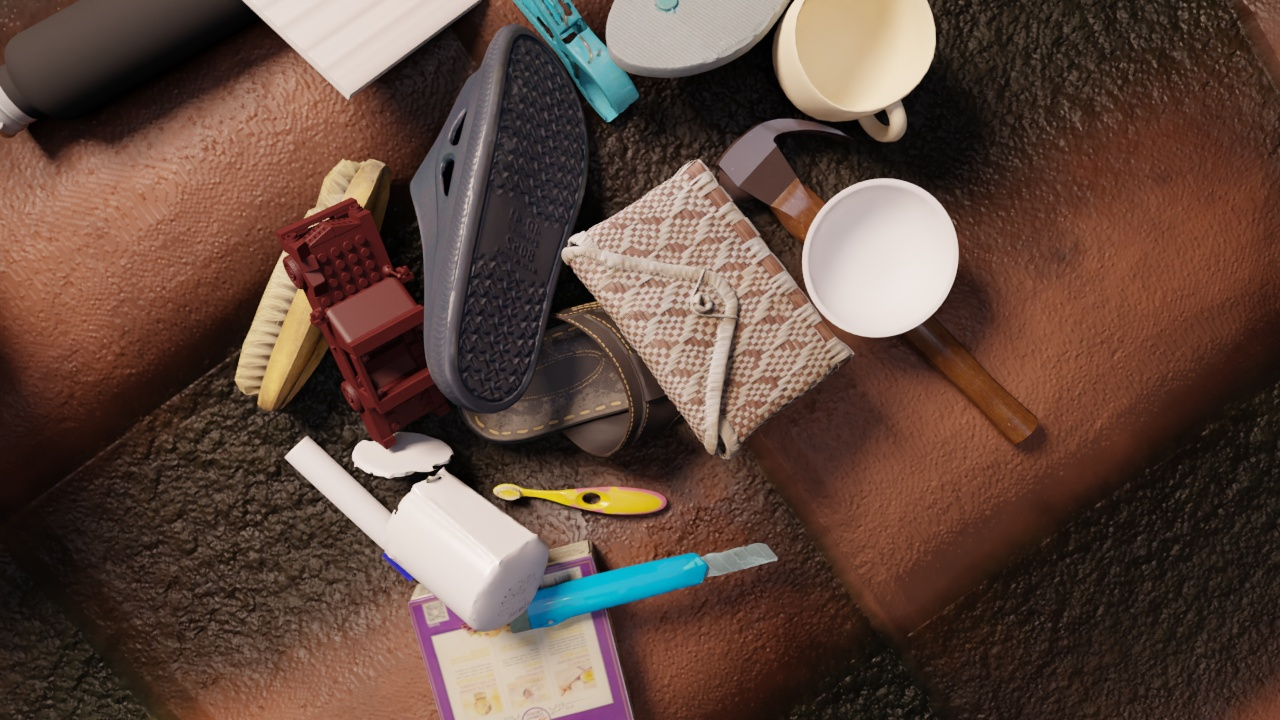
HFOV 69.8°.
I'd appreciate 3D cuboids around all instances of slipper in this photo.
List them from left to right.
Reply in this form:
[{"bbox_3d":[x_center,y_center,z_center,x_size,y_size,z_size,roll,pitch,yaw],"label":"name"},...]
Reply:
[{"bbox_3d":[-0.106,-0.096,0.640,0.083,0.110,0.268,2,77,36],"label":"slipper"},{"bbox_3d":[-0.004,0.004,0.670,0.268,0.075,0.113,-13,98,-2],"label":"slipper"},{"bbox_3d":[0.083,-0.285,0.645,0.098,0.055,0.268,38,80,16],"label":"slipper"}]

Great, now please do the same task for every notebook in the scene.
[{"bbox_3d":[-0.225,-0.287,0.613,0.210,0.009,0.142,43,58,-8],"label":"notebook"}]

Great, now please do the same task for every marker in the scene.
[{"bbox_3d":[-0.213,0.112,0.695,0.027,0.023,0.133,-41,99,23],"label":"marker"}]

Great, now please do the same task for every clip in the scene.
[{"bbox_3d":[-0.044,-0.224,0.632,0.028,0.114,0.127,-38,111,-3],"label":"clip"}]

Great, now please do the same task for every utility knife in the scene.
[{"bbox_3d":[0.002,0.166,0.682,0.205,0.015,0.031,-12,98,-3],"label":"utility knife"}]

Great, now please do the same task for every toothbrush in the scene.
[{"bbox_3d":[-0.046,0.106,0.710,0.135,0.016,0.021,4,92,-4],"label":"toothbrush"}]

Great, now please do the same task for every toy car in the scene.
[{"bbox_3d":[-0.180,-0.018,0.625,0.070,0.062,0.170,-33,127,-28],"label":"toy car"}]

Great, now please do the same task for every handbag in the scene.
[{"bbox_3d":[0.046,-0.038,0.629,0.124,0.047,0.186,-35,84,-18],"label":"handbag"}]

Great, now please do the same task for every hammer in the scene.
[{"bbox_3d":[0.187,-0.053,0.701,0.323,0.033,0.115,43,94,-8],"label":"hammer"}]

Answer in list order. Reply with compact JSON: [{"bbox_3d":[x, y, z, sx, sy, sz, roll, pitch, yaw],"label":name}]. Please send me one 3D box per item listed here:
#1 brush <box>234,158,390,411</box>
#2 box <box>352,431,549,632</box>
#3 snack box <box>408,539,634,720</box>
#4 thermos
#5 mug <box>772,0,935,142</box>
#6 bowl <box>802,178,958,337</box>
[{"bbox_3d":[-0.232,-0.056,0.655,0.043,0.059,0.195,25,93,2],"label":"brush"},{"bbox_3d":[-0.144,0.115,0.664,0.166,0.083,0.093,30,126,23],"label":"box"},{"bbox_3d":[-0.089,0.229,0.710,0.143,0.040,0.148,-13,98,-2],"label":"snack box"},{"bbox_3d":[-0.361,-0.215,0.624,0.231,0.061,0.061,-29,98,0],"label":"thermos"},{"bbox_3d":[0.147,-0.207,0.643,0.096,0.099,0.120,-30,100,1],"label":"mug"},{"bbox_3d":[0.166,-0.074,0.659,0.110,0.040,0.110,0,100,-3],"label":"bowl"}]
